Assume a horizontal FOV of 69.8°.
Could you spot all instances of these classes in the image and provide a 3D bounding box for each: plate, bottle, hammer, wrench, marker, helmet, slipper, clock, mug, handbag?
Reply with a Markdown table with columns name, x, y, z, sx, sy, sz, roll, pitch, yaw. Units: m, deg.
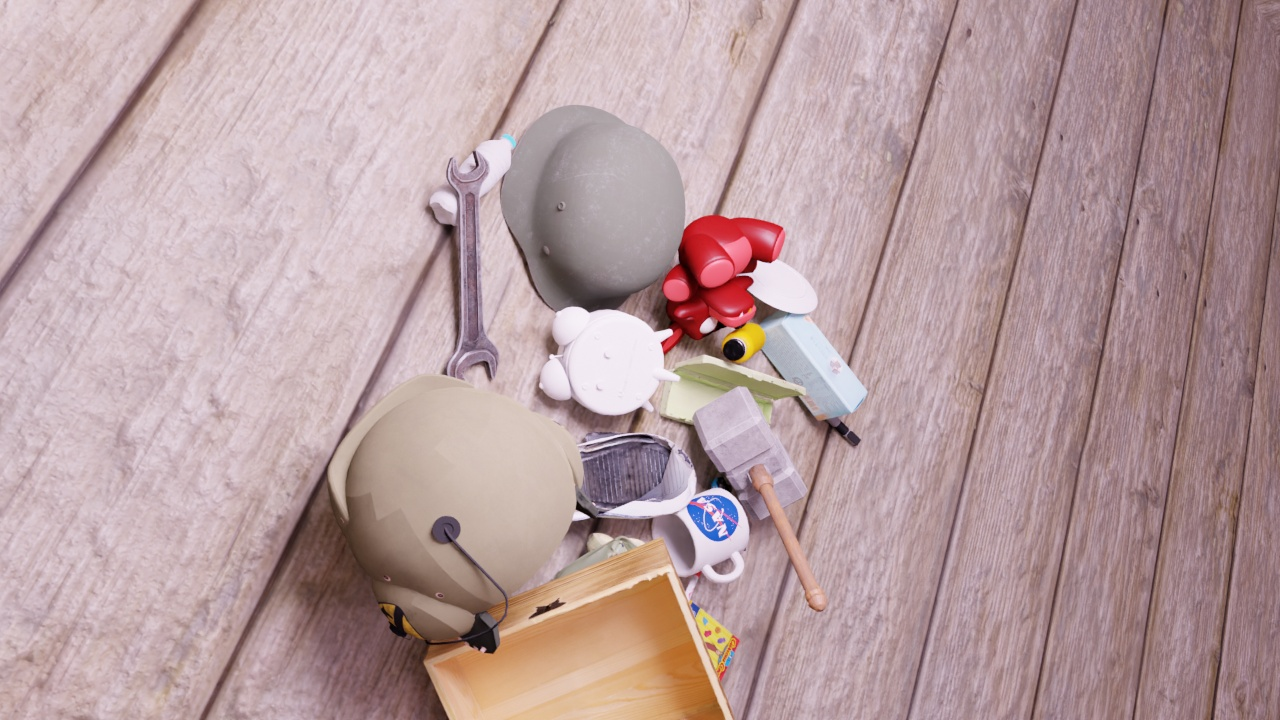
| name | x | y | z | sx | sy | sz | roll | pitch | yaw |
| --- | --- | --- | --- | --- | --- | --- | --- | --- | --- |
| plate | 0.194 | -0.115 | 1.306 | 0.134 | 0.011 | 0.134 | 18 | 36 | -14 |
| bottle | 0.138 | -0.023 | 1.241 | 0.143 | 0.043 | 0.043 | -27 | 102 | -72 |
| hammer | 0.166 | 0.185 | 1.120 | 0.083 | 0.317 | 0.163 | -30 | 123 | 7 |
| wrench | -0.194 | -0.100 | 1.046 | 0.069 | 0.010 | 0.273 | -7 | 101 | -40 |
| marker | 0.067 | 0.287 | 1.180 | 0.013 | 0.013 | 0.141 | 60 | 29 | -14 |
| helmet | -0.184 | 0.133 | 0.896 | 0.233 | 0.256 | 0.249 | 53 | 57 | -22 |
| bottle | -0.192 | -0.216 | 1.075 | 0.044 | 0.044 | 0.136 | 46 | 61 | -22 |
| marker | 0.287 | 0.085 | 1.398 | 0.140 | 0.016 | 0.016 | 41 | 63 | -25 |
| slipper | -0.060 | 0.145 | 1.118 | 0.263 | 0.063 | 0.111 | -6 | 89 | -23 |
| clock | -0.036 | 0.003 | 1.120 | 0.160 | 0.073 | 0.125 | 11 | 96 | -24 |
| mug | 0.085 | 0.233 | 1.179 | 0.090 | 0.091 | 0.121 | -15 | 58 | -36 |
| helmet | -0.034 | -0.176 | 1.116 | 0.226 | 0.154 | 0.268 | 4 | 97 | -35 |
| handbag | -0.013 | 0.290 | 1.098 | 0.186 | 0.113 | 0.116 | 52 | 31 | -6 |

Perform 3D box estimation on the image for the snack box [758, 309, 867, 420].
| name | x | y | z | sx | sy | sz | roll | pitch | yaw |
| --- | --- | --- | --- | --- | --- | --- | --- | --- | --- |
| snack box | 0.244 | 0.005 | 1.327 | 0.174 | 0.075 | 0.053 | 50 | 60 | -10 |

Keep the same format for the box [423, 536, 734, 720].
| name | x | y | z | sx | sy | sz | roll | pitch | yaw |
| --- | --- | --- | --- | --- | --- | --- | --- | --- | --- |
| box | -0.037 | 0.397 | 0.883 | 0.279 | 0.336 | 0.286 | -22 | 101 | -3 |

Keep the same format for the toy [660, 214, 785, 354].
| name | x | y | z | sx | sy | sz | roll | pitch | yaw |
| --- | --- | --- | --- | --- | --- | --- | --- | --- | --- |
| toy | 0.095 | -0.093 | 1.193 | 0.158 | 0.198 | 0.120 | -30 | 59 | -37 |

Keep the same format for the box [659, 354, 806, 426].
| name | x | y | z | sx | sy | sz | roll | pitch | yaw |
| --- | --- | --- | --- | --- | --- | --- | --- | --- | --- |
| box | 0.124 | 0.059 | 1.248 | 0.187 | 0.098 | 0.082 | 17 | 74 | -30 |

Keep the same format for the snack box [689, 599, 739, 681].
| name | x | y | z | sx | sy | sz | roll | pitch | yaw |
| --- | --- | --- | --- | --- | --- | --- | --- | --- | --- |
| snack box | 0.058 | 0.367 | 1.185 | 0.126 | 0.040 | 0.088 | 43 | 62 | -24 |

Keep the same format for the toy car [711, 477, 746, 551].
| name | x | y | z | sx | sy | sz | roll | pitch | yaw |
| --- | --- | --- | --- | --- | --- | --- | --- | --- | --- |
| toy car | 0.117 | 0.211 | 1.246 | 0.032 | 0.048 | 0.105 | -19 | 96 | 9 |
